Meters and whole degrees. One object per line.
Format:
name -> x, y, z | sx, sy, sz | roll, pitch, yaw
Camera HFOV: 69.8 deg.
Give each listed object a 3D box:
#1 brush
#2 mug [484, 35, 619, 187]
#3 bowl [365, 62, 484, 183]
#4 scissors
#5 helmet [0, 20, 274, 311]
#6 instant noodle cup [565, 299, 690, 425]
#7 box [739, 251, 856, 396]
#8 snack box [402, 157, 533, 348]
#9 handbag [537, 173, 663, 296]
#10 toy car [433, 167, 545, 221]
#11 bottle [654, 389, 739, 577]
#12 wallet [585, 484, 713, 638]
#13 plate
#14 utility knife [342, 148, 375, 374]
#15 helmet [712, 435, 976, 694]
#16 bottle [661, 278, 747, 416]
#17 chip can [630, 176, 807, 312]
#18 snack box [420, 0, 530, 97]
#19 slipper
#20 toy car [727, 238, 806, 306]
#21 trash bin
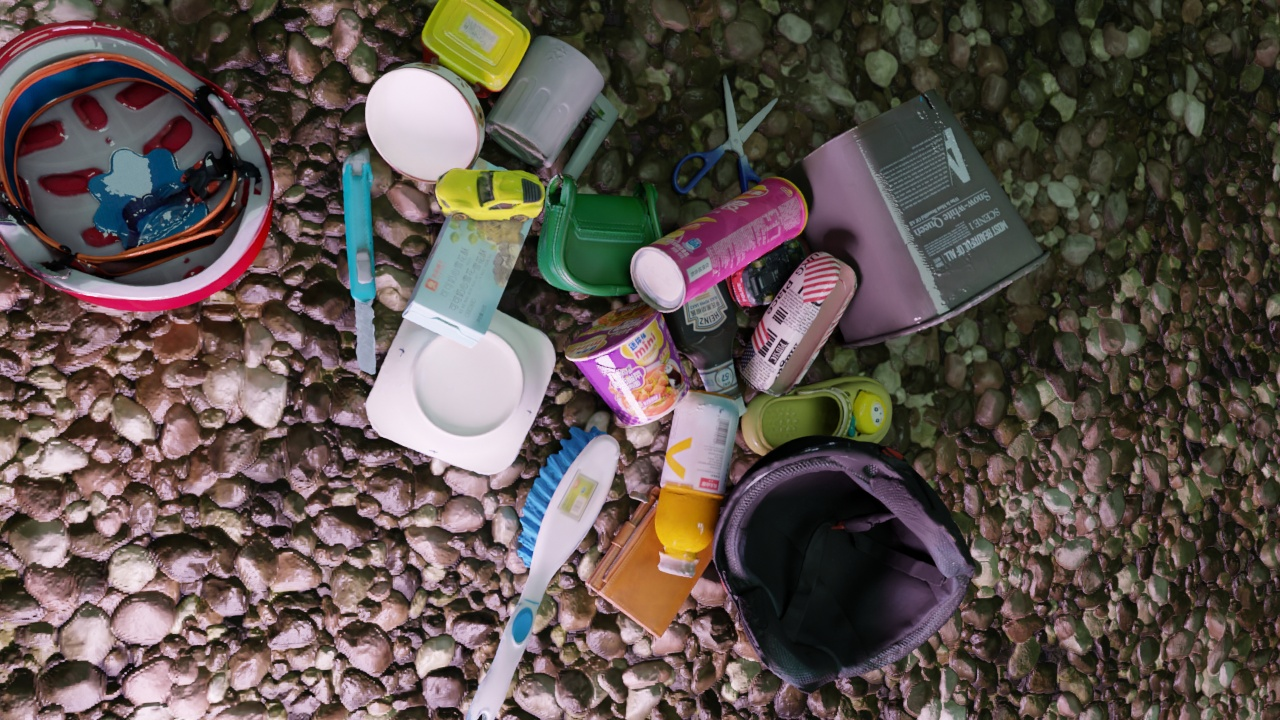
brush -> -0.102, 0.206, 0.903 | 0.060, 0.110, 0.314 | 32, 79, -20
mug -> -0.086, -0.248, 0.933 | 0.124, 0.084, 0.103 | 39, 77, -41
bowl -> -0.200, -0.234, 0.884 | 0.113, 0.114, 0.062 | 41, 33, -15
scissors -> 0.103, -0.231, 1.031 | 0.175, 0.012, 0.162 | -33, 100, -18
helmet -> -0.424, -0.147, 0.773 | 0.206, 0.144, 0.240 | -34, 87, -18
instant noodle cup -> -0.006, 0.006, 0.944 | 0.111, 0.112, 0.099 | -36, 109, -17
box -> 0.156, -0.042, 0.967 | 0.081, 0.075, 0.164 | 9, 116, -58
snack box -> -0.162, -0.105, 0.893 | 0.074, 0.052, 0.174 | 26, 67, -19
handbag -> -0.038, -0.127, 0.934 | 0.131, 0.068, 0.120 | -3, 100, -30
toy car -> -0.141, -0.159, 0.869 | 0.105, 0.032, 0.048 | -3, 77, -24
bottle -> 0.055, 0.127, 0.952 | 0.068, 0.068, 0.189 | 14, 82, -19
wallet -> 0.014, 0.211, 0.984 | 0.119, 0.035, 0.130 | 40, 74, -13
plate -> -0.173, 0.021, 0.918 | 0.163, 0.034, 0.164 | 24, 81, -18
utility knife -> -0.270, -0.097, 0.893 | 0.029, 0.013, 0.221 | -4, 91, -20
helmet -> 0.198, 0.190, 0.951 | 0.234, 0.230, 0.274 | -42, 102, 10
bottle -> 0.071, -0.030, 1.002 | 0.079, 0.044, 0.195 | -22, 98, -27
chip can -> 0.084, -0.123, 0.944 | 0.209, 0.072, 0.071 | -33, 101, -37
snack box -> -0.164, -0.308, 0.897 | 0.091, 0.080, 0.082 | 30, 81, -17
slipper -> 0.209, 0.069, 1.033 | 0.190, 0.082, 0.091 | -5, 94, -17
toy car -> 0.143, -0.097, 1.020 | 0.120, 0.045, 0.053 | -28, 107, -40
trash bin -> 0.287, -0.155, 1.009 | 0.198, 0.199, 0.220 | -28, 93, -18
